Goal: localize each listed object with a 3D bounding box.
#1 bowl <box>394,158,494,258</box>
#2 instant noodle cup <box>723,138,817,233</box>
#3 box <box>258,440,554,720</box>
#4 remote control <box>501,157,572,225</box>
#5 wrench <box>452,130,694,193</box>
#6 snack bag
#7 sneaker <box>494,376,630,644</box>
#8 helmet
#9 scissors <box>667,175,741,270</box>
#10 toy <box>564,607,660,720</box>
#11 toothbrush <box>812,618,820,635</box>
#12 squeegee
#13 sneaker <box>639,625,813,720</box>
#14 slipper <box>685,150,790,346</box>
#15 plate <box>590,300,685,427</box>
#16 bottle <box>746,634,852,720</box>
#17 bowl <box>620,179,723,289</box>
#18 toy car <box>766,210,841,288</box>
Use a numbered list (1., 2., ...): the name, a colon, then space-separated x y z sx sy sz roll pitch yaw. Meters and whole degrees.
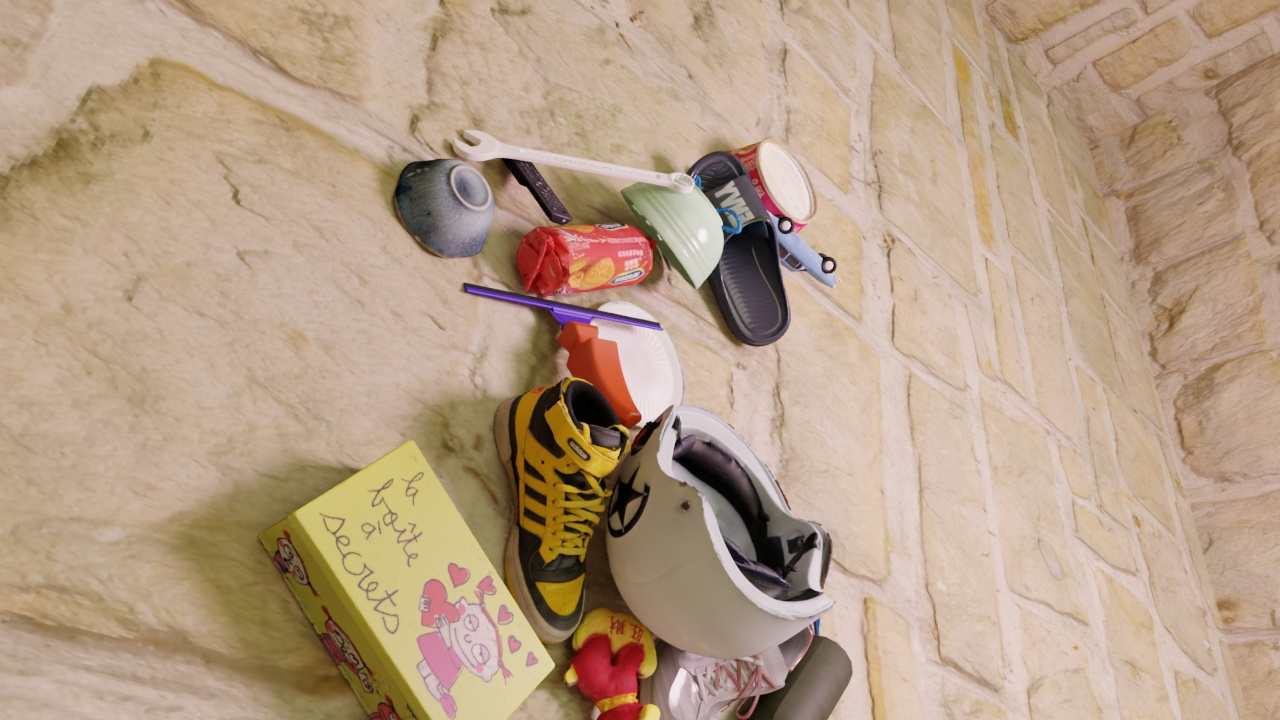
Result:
1. bowl: -0.185 -0.160 0.916 0.110 0.055 0.110 26 52 -38
2. instant noodle cup: 0.193 -0.252 1.368 0.178 0.078 0.178 25 52 -38
3. box: -0.178 0.187 0.708 0.124 0.082 0.221 -32 95 -51
4. remote control: -0.114 -0.189 0.992 0.032 0.015 0.136 11 33 -43
5. wrench: -0.069 -0.217 1.015 0.273 0.009 0.047 7 44 -16
6. snack bag: -0.061 -0.113 1.011 0.176 0.083 0.082 -12 79 -50
7. sneaker: -0.063 0.127 0.836 0.086 0.122 0.238 9 62 -44
8. helmet: 0.059 0.175 0.907 0.236 0.164 0.263 39 22 -24
9. scissors: 0.067 -0.173 1.177 0.014 0.125 0.130 22 86 -72
10. toy: -0.025 0.292 0.836 0.105 0.067 0.137 13 52 -34
11. toothbrush: 0.211 0.303 1.124 0.021 0.017 0.135 5 66 -49
12. squeegee: -0.046 0.005 0.935 0.249 0.055 0.184 10 30 -36
13. sneaker: 0.098 0.309 0.936 0.235 0.090 0.099 -12 78 -50
14. slipper: 0.127 -0.148 1.202 0.083 0.110 0.268 132 -61 -86
15. plate: -0.006 0.006 1.052 0.157 0.014 0.156 25 52 -37
16. bottle: 0.159 0.379 0.980 0.206 0.072 0.071 -32 94 -51
17. bowl: 0.049 -0.166 1.103 0.151 0.077 0.151 52 2 -3
18. toy car: 0.218 -0.154 1.293 0.153 0.055 0.056 40 8 -12
